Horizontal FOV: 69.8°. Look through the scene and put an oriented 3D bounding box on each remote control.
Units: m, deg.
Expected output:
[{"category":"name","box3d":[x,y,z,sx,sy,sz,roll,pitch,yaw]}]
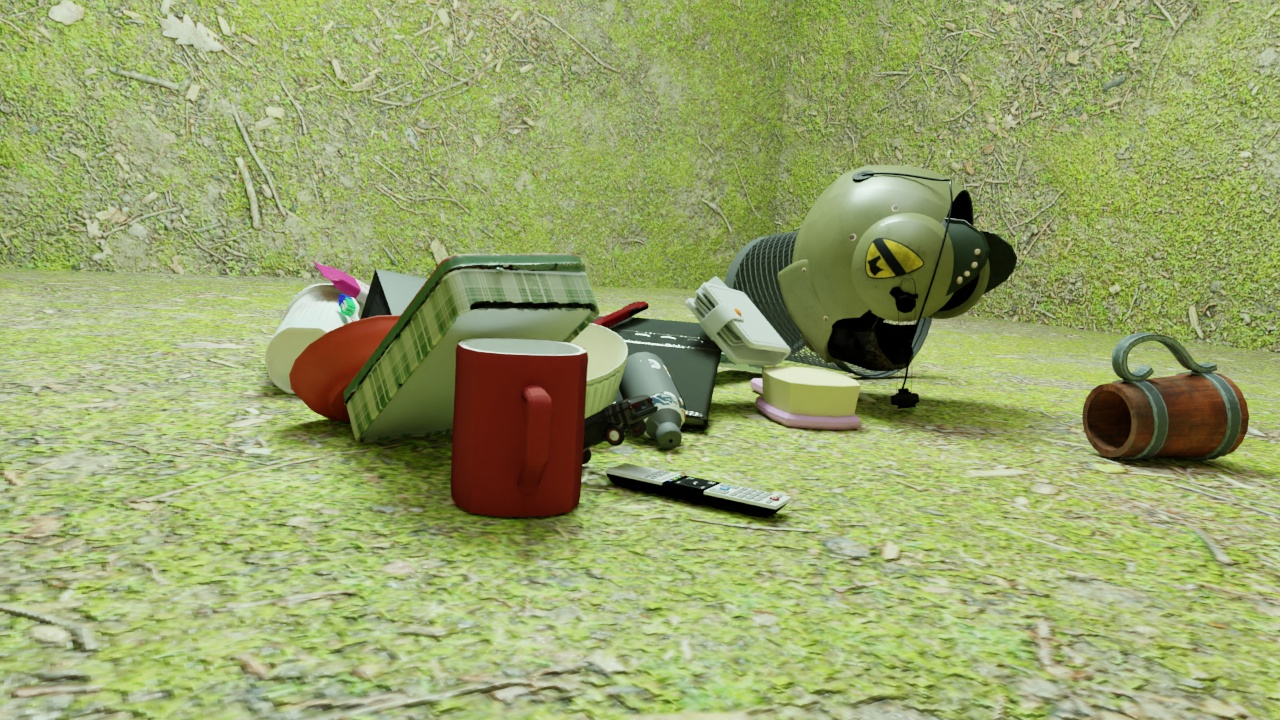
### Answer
[{"category":"remote control","box3d":[0.036,0.085,0.601,0.124,0.012,0.028,8,9,30]}]

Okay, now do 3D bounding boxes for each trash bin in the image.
[{"category":"trash bin","box3d":[0.265,-0.092,1.339,0.217,0.218,0.228,-1,5,-33]}]

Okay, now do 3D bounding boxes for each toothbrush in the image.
[{"category":"toothbrush","box3d":[-0.266,-0.012,0.888,0.016,0.015,0.186,27,18,-43]}]

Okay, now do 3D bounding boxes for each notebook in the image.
[{"category":"notebook","box3d":[-0.005,0.005,0.914,0.169,0.029,0.208,6,23,8]}]

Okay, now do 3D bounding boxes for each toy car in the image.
[{"category":"toy car","box3d":[-0.033,0.049,0.646,0.092,0.037,0.040,-29,-6,26]}]

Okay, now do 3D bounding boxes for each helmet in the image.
[{"category":"helmet","box3d":[0.278,-0.088,1.029,0.233,0.256,0.249,12,9,30]}]

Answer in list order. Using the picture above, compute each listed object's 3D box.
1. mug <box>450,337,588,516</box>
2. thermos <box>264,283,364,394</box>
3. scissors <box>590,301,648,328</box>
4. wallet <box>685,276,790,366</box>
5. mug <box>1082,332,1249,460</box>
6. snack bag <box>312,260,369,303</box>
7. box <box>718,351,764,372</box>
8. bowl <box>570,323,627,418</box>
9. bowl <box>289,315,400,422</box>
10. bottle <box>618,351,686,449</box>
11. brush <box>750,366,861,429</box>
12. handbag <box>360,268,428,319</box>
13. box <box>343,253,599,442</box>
[{"category":"mug","box3d":[-0.072,0.041,0.555,0.080,0.096,0.116,2,8,-15]},{"category":"thermos","box3d":[-0.339,-0.021,0.971,0.099,0.099,0.220,2,13,-12]},{"category":"scissors","box3d":[-0.074,-0.038,0.956,0.198,0.015,0.179,-16,29,-29]},{"category":"wallet","box3d":[0.096,-0.048,0.967,0.115,0.038,0.118,54,23,22]},{"category":"mug","box3d":[0.469,0.033,0.824,0.111,0.117,0.081,-2,9,-14]},{"category":"snack bag","box3d":[-0.276,-0.057,1.041,0.196,0.016,0.070,31,3,-33]},{"category":"box","box3d":[0.101,-0.015,1.162,0.083,0.067,0.198,34,16,32]},{"category":"bowl","box3d":[-0.069,0.017,0.786,0.115,0.063,0.115,1,29,-1]},{"category":"bowl","box3d":[-0.217,0.015,0.744,0.121,0.122,0.035,-3,54,-42]},{"category":"bottle","box3d":[0.011,0.035,0.780,0.047,0.047,0.112,1,31,-18]},{"category":"brush","box3d":[0.160,0.029,0.972,0.089,0.043,0.228,3,8,-9]},{"category":"handbag","box3d":[-0.167,-0.002,0.912,0.175,0.072,0.195,9,25,-33]},{"category":"box","box3d":[-0.128,-0.006,0.665,0.117,0.050,0.206,-2,-28,-38]}]
